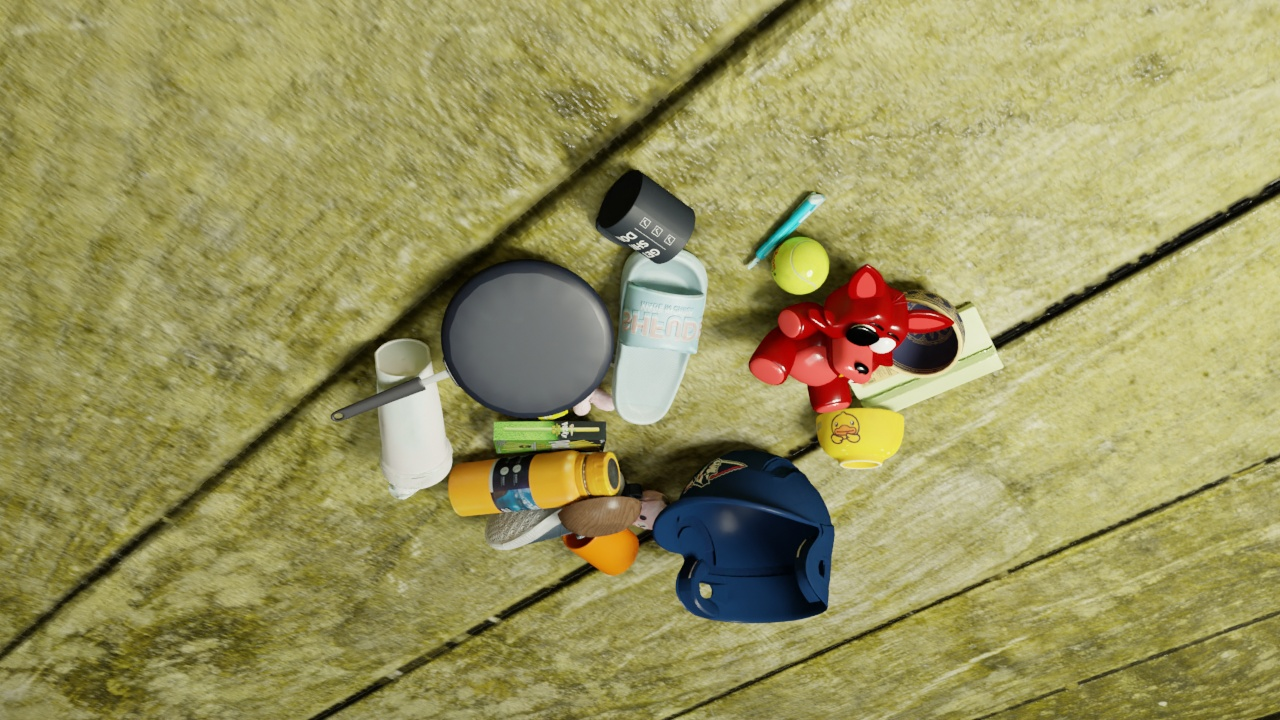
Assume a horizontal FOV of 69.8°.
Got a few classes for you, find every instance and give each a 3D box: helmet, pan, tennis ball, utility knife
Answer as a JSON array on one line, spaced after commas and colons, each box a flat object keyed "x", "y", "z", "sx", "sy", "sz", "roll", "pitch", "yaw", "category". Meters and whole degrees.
[{"x": 0.144, "y": 0.229, "z": 1.278, "sx": 0.233, "sy": 0.222, "sz": 0.272, "roll": -21, "pitch": 146, "yaw": 35, "category": "helmet"}, {"x": -0.203, "y": 0.008, "z": 1.066, "sx": 0.357, "sy": 0.021, "sz": 0.199, "roll": -21, "pitch": 115, "yaw": 8, "category": "pan"}, {"x": 0.182, "y": -0.108, "z": 1.046, "sx": 0.065, "sy": 0.065, "sz": 0.065, "roll": -3, "pitch": 136, "yaw": -3, "category": "tennis ball"}, {"x": 0.162, "y": -0.145, "z": 1.043, "sx": 0.022, "sy": 0.015, "sz": 0.124, "roll": -6, "pitch": 148, "yaw": -46, "category": "utility knife"}]

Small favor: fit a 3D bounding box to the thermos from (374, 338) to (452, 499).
[{"x": -0.291, "y": 0.077, "z": 1.178, "sx": 0.099, "sy": 0.099, "sz": 0.221, "roll": 1, "pitch": 132, "yaw": -6, "category": "thermos"}]

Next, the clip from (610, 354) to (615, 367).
[{"x": -0.008, "y": 0.007, "z": 1.174, "sx": 0.101, "sy": 0.040, "sz": 0.054, "roll": 26, "pitch": 140, "yaw": -30, "category": "clip"}]

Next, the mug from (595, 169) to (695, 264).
[{"x": -0.004, "y": -0.149, "z": 0.992, "sx": 0.077, "sy": 0.071, "sz": 0.105, "roll": 30, "pitch": 152, "yaw": -31, "category": "mug"}]

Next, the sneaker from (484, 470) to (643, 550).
[{"x": -0.114, "y": 0.222, "z": 1.350, "sx": 0.236, "sy": 0.089, "sz": 0.087, "roll": -23, "pitch": 138, "yaw": 11, "category": "sneaker"}]

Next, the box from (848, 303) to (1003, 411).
[{"x": 0.371, "y": 0.011, "z": 1.206, "sx": 0.188, "sy": 0.047, "sz": 0.141, "roll": -24, "pitch": 131, "yaw": 19, "category": "box"}]

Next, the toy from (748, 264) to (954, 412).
[{"x": 0.241, "y": -0.025, "z": 1.081, "sx": 0.158, "sy": 0.120, "sz": 0.198, "roll": 29, "pitch": 139, "yaw": -27, "category": "toy"}]

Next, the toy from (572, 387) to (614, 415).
[{"x": -0.078, "y": 0.037, "z": 1.186, "sx": 0.064, "sy": 0.047, "sz": 0.110, "roll": -16, "pitch": 142, "yaw": 15, "category": "toy"}]

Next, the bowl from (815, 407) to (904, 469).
[{"x": 0.299, "y": 0.110, "z": 1.249, "sx": 0.117, "sy": 0.067, "sz": 0.117, "roll": 2, "pitch": 163, "yaw": 0, "category": "bowl"}]

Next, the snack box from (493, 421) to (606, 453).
[{"x": -0.122, "y": 0.104, "z": 1.242, "sx": 0.147, "sy": 0.025, "sz": 0.080, "roll": 0, "pitch": 162, "yaw": -6, "category": "snack box"}]

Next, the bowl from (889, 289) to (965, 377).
[{"x": 0.344, "y": -0.042, "z": 1.125, "sx": 0.112, "sy": 0.061, "sz": 0.113, "roll": 20, "pitch": 134, "yaw": 22, "category": "bowl"}]

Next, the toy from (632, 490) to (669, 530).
[{"x": 0.003, "y": 0.226, "z": 1.385, "sx": 0.096, "sy": 0.052, "sz": 0.099, "roll": -2, "pitch": 150, "yaw": 13, "category": "toy"}]

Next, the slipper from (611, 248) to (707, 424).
[{"x": 0.021, "y": -0.021, "z": 1.089, "sx": 0.104, "sy": 0.074, "sz": 0.246, "roll": 4, "pitch": 120, "yaw": -13, "category": "slipper"}]

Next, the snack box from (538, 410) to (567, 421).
[{"x": -0.146, "y": 0.023, "z": 1.176, "sx": 0.040, "sy": 0.028, "sz": 0.148, "roll": -22, "pitch": 134, "yaw": 16, "category": "snack box"}]

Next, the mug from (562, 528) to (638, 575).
[{"x": -0.074, "y": 0.276, "z": 1.422, "sx": 0.113, "sy": 0.077, "sz": 0.096, "roll": -4, "pitch": 145, "yaw": 41, "category": "mug"}]

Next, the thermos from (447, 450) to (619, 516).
[{"x": -0.143, "y": 0.167, "z": 1.271, "sx": 0.233, "sy": 0.076, "sz": 0.091, "roll": -9, "pitch": 176, "yaw": 18, "category": "thermos"}]

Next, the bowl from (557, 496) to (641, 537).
[{"x": -0.054, "y": 0.218, "z": 1.256, "sx": 0.118, "sy": 0.030, "sz": 0.118, "roll": -7, "pitch": 155, "yaw": -4, "category": "bowl"}]
